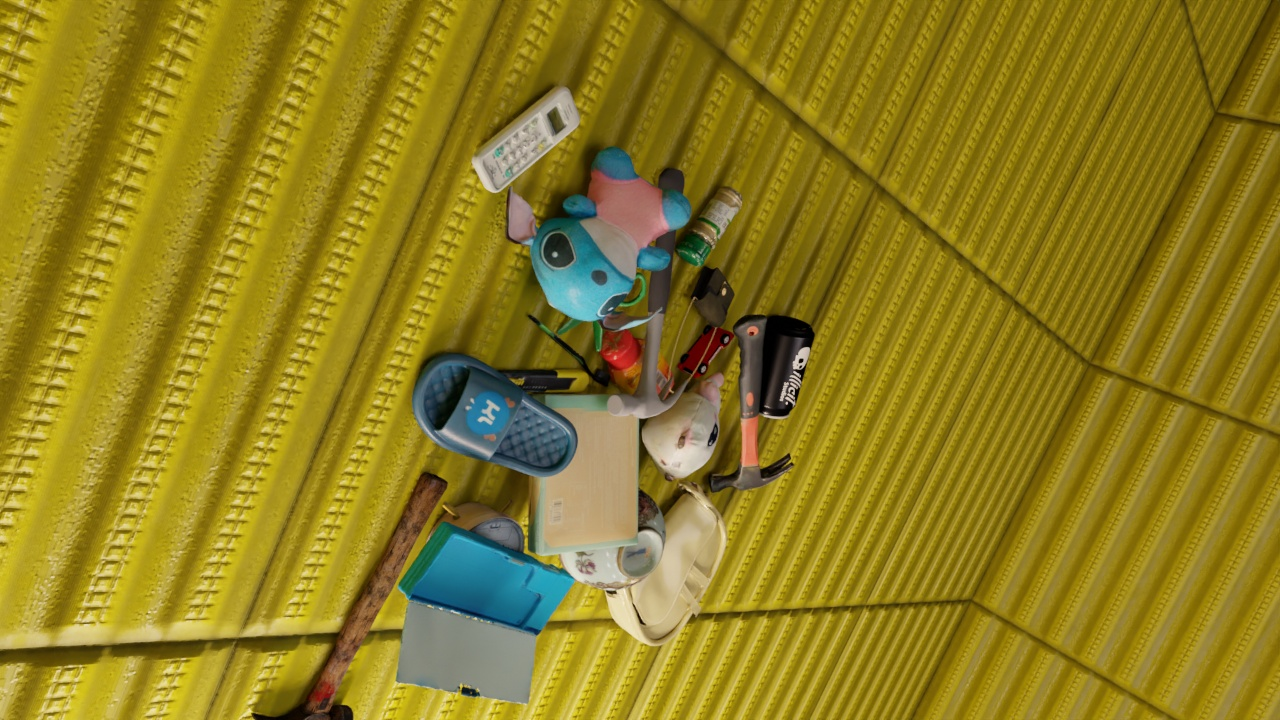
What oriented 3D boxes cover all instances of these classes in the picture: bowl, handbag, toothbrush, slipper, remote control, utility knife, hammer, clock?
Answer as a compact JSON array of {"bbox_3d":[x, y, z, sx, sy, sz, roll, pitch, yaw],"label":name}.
[{"bbox_3d":[-0.024,0.250,1.262,0.159,0.094,0.160,-10,108,-34],"label":"bowl"},{"bbox_3d":[0.044,0.314,1.414,0.232,0.089,0.191,-48,136,-16],"label":"handbag"},{"bbox_3d":[-0.084,-0.012,1.130,0.188,0.014,0.017,45,64,-51],"label":"toothbrush"},{"bbox_3d":[-0.159,0.072,1.026,0.213,0.059,0.104,32,88,-30],"label":"slipper"},{"bbox_3d":[-0.119,-0.231,0.951,0.133,0.022,0.050,-45,138,-20],"label":"remote control"},{"bbox_3d":[0.078,-0.036,1.251,0.084,0.027,0.177,49,60,-50],"label":"handbag"},{"bbox_3d":[-0.129,0.025,1.100,0.174,0.020,0.029,0,110,-47],"label":"utility knife"},{"bbox_3d":[-0.313,0.276,1.037,0.120,0.033,0.330,27,91,-51],"label":"hammer"},{"bbox_3d":[0.025,-0.082,1.147,0.124,0.030,0.311,1,98,-51],"label":"hammer"},{"bbox_3d":[0.165,0.070,1.374,0.133,0.033,0.334,-6,128,-1],"label":"hammer"},{"bbox_3d":[-0.209,0.246,1.112,0.116,0.059,0.158,5,109,-48],"label":"clock"}]

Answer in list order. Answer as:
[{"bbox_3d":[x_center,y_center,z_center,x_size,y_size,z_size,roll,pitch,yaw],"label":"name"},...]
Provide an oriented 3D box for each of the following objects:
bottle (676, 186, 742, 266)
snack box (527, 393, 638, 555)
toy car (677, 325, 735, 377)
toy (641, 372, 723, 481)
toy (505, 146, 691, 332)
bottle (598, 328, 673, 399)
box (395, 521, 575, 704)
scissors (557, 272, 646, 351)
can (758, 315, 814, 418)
[{"bbox_3d":[0.092,-0.177,1.204,0.110,0.043,0.042,-56,141,-9],"label":"bottle"},{"bbox_3d":[-0.068,0.138,1.144,0.141,0.044,0.193,1,89,-37],"label":"snack box"},{"bbox_3d":[0.094,-0.014,1.306,0.089,0.038,0.025,-51,143,-13],"label":"toy car"},{"bbox_3d":[0.070,0.087,1.301,0.179,0.101,0.139,-52,166,-39],"label":"toy"},{"bbox_3d":[-0.049,-0.144,1.026,0.224,0.099,0.191,39,77,-22],"label":"toy"},{"bbox_3d":[-0.007,0.007,1.198,0.071,0.048,0.134,-55,141,-11],"label":"bottle"},{"bbox_3d":[-0.188,0.298,1.073,0.243,0.060,0.175,39,66,-51],"label":"box"},{"bbox_3d":[-0.055,-0.075,1.096,0.127,0.011,0.123,-36,107,6],"label":"scissors"},{"bbox_3d":[0.215,0.010,1.421,0.080,0.080,0.146,-10,119,-45],"label":"can"}]
